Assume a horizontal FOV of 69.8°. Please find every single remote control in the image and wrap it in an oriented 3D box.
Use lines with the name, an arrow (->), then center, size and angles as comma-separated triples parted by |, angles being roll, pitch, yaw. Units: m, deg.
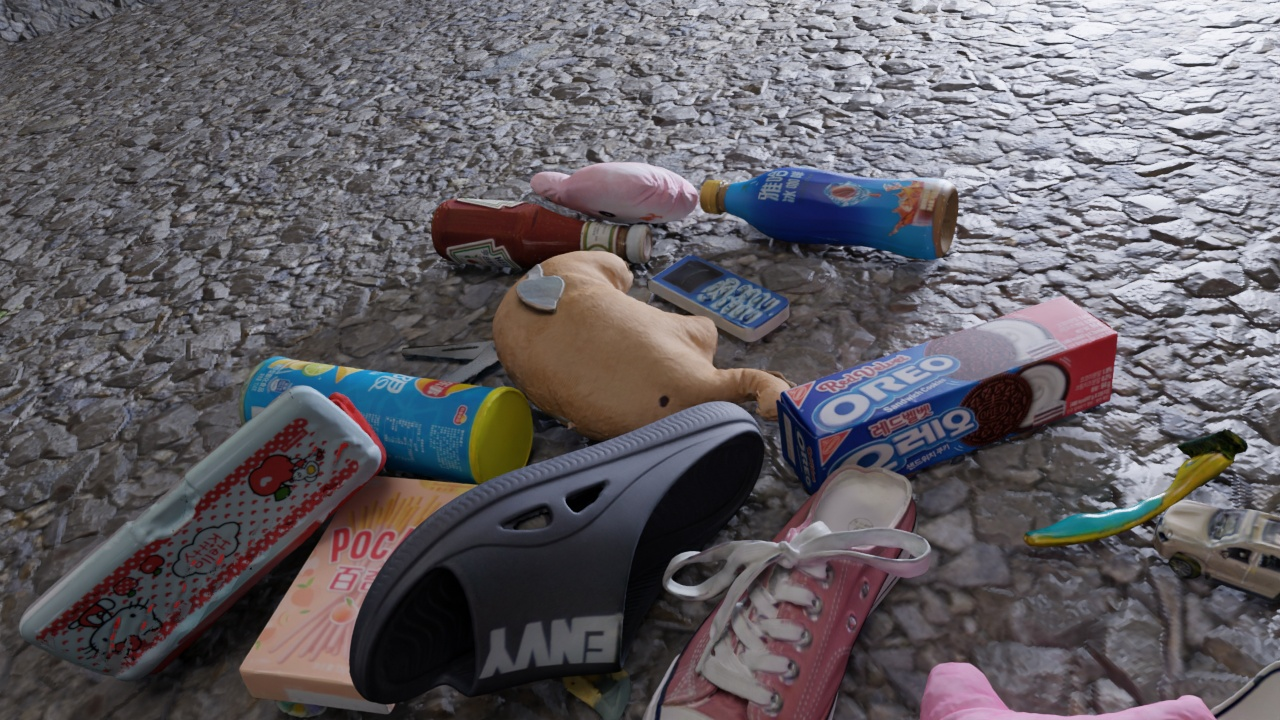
remote control -> 0.062, -0.051, 0.741 | 0.049, 0.024, 0.125 | -33, 43, -24

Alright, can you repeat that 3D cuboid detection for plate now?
plate -> 0.335, 0.189, 0.309 | 0.266, 0.034, 0.161 | -4, 49, 26

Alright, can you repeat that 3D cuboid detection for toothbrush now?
toothbrush -> -0.191, 0.137, 0.580 | 0.029, 0.020, 0.189 | 22, 32, -18

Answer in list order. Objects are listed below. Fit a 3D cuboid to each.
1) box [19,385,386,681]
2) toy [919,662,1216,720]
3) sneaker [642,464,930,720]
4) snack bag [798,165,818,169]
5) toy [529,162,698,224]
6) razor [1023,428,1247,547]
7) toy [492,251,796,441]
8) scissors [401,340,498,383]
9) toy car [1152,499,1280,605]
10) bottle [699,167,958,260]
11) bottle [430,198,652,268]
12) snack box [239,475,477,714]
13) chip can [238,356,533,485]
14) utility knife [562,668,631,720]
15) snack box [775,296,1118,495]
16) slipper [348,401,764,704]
box -> -0.259, 0.090, 0.551 | 0.201, 0.100, 0.095 | -43, 45, -8
toy -> 0.154, 0.197, 0.344 | 0.194, 0.074, 0.179 | -43, 31, -19
sneaker -> 0.073, 0.124, 0.460 | 0.118, 0.088, 0.240 | 17, 46, 33
snack bag -> 0.168, -0.159, 0.846 | 0.045, 0.026, 0.105 | -27, 39, -32
toy -> -0.025, -0.155, 0.855 | 0.160, 0.054, 0.121 | 11, 4, 43
razor -> 0.272, 0.078, 0.511 | 0.132, 0.043, 0.028 | -23, 80, -10
toy -> -0.004, 0.004, 0.644 | 0.226, 0.083, 0.143 | 34, 65, 26
scissors -> -0.091, -0.015, 0.749 | 0.189, 0.015, 0.224 | 24, 51, 38
toy car -> 0.314, 0.097, 0.470 | 0.090, 0.035, 0.042 | 16, 44, 37
bottle -> 0.153, -0.130, 0.782 | 0.219, 0.065, 0.065 | 11, 43, 29
bottle -> -0.091, -0.113, 0.841 | 0.206, 0.060, 0.059 | 7, 41, 18
snack box -> -0.158, 0.131, 0.545 | 0.084, 0.026, 0.156 | 3, 36, 10
chip can -> -0.184, 0.042, 0.656 | 0.210, 0.071, 0.071 | 7, 41, 25
utility knife -> -0.066, 0.150, 0.534 | 0.030, 0.019, 0.179 | -31, 36, -31
snack box -> 0.193, 0.024, 0.580 | 0.207, 0.058, 0.057 | -18, 35, -7
slipper -> -0.019, 0.104, 0.484 | 0.267, 0.111, 0.083 | -23, 42, -31
